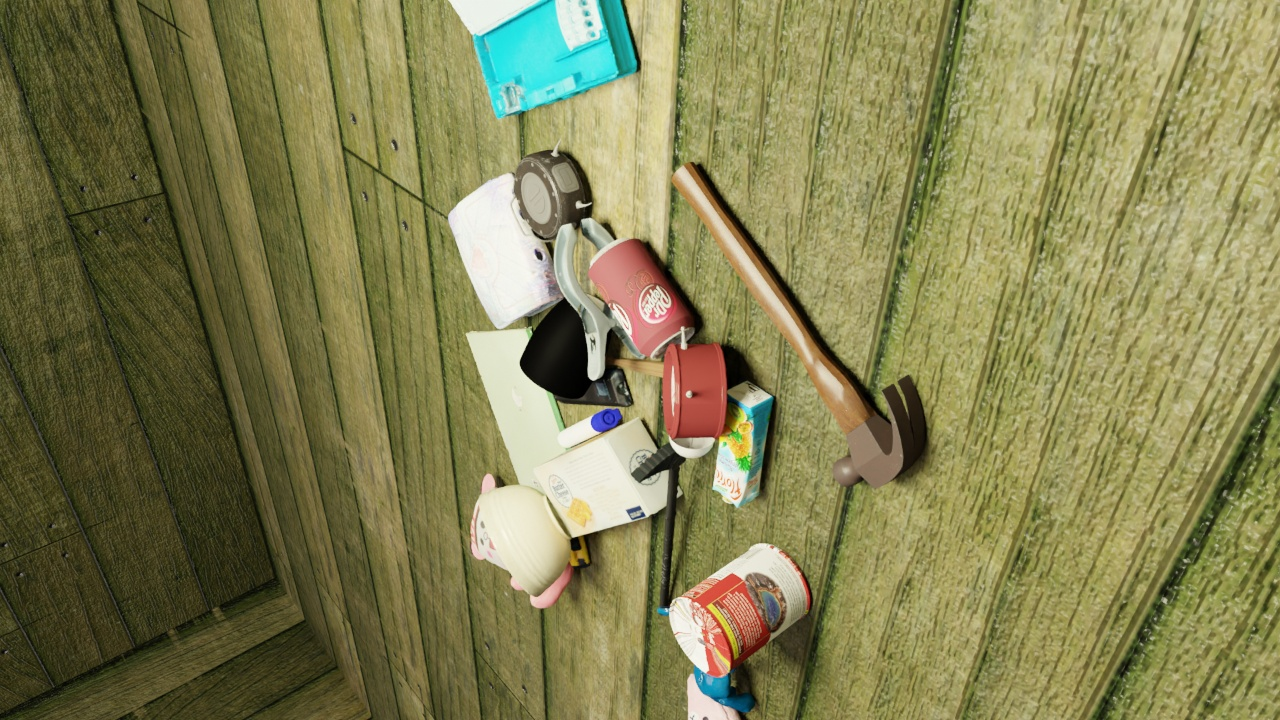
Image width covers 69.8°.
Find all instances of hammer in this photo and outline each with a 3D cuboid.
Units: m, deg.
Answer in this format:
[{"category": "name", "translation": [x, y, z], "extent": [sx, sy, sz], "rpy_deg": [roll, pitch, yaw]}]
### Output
[{"category": "hammer", "translation": [0.124, -0.038, 0.781], "extent": [0.323, 0.033, 0.116], "rpy_deg": [57, 148, 13]}, {"category": "hammer", "translation": [0.027, 0.203, 1.041], "extent": [0.015, 0.094, 0.326], "rpy_deg": [39, 146, 32]}]

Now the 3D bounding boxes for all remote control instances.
[{"category": "remote control", "translation": [-0.065, 0.034, 1.095], "extent": [0.150, 0.022, 0.047], "rpy_deg": [-2, 109, 54]}]

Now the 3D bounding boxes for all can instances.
[{"category": "can", "translation": [0.101, 0.248, 0.919], "extent": [0.087, 0.116, 0.087], "rpy_deg": [33, 135, 39]}, {"category": "can", "translation": [0.001, -0.062, 0.904], "extent": [0.114, 0.063, 0.063], "rpy_deg": [56, 146, 13]}]

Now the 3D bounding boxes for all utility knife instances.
[{"category": "utility knife", "translation": [-0.098, 0.221, 1.251], "extent": [0.017, 0.030, 0.163], "rpy_deg": [-104, 1, -66]}]

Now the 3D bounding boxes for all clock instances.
[{"category": "clock", "translation": [0.049, 0.035, 0.877], "extent": [0.138, 0.048, 0.096], "rpy_deg": [100, 168, -58]}, {"category": "clock", "translation": [-0.096, -0.177, 0.982], "extent": [0.123, 0.043, 0.091], "rpy_deg": [-27, 88, 58]}]

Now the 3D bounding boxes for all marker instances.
[{"category": "marker", "translation": [-0.065, 0.083, 1.126], "extent": [0.133, 0.027, 0.023], "rpy_deg": [-30, 86, 59]}]

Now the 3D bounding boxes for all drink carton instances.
[{"category": "drink carton", "translation": [0.098, 0.083, 0.886], "extent": [0.044, 0.038, 0.129], "rpy_deg": [34, 135, 38]}]

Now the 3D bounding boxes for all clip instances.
[{"category": "clip", "translation": [-0.031, -0.071, 0.963], "extent": [0.028, 0.107, 0.163], "rpy_deg": [2, 108, 55]}]

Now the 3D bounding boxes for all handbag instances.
[{"category": "handbag", "translation": [-0.159, -0.126, 1.084], "extent": [0.127, 0.069, 0.158], "rpy_deg": [-21, 91, 55]}]

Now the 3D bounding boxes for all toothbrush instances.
[{"category": "toothbrush", "translation": [-0.006, 0.006, 1.002], "extent": [0.167, 0.016, 0.016], "rpy_deg": [9, 119, 51]}]

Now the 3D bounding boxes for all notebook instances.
[{"category": "notebook", "translation": [-0.157, 0.076, 1.263], "extent": [0.182, 0.010, 0.252], "rpy_deg": [0, 111, 54]}]

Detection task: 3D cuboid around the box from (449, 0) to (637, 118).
[{"category": "box", "translation": [-0.108, -0.338, 0.884], "extent": [0.227, 0.056, 0.185], "rpy_deg": [4, 124, 53]}]

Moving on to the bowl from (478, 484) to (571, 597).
[{"category": "bowl", "translation": [-0.137, 0.219, 1.181], "extent": [0.151, 0.075, 0.150], "rpy_deg": [59, -179, -2]}]

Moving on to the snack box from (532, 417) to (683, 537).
[{"category": "snack box", "translation": [-0.045, 0.145, 1.103], "extent": [0.104, 0.057, 0.208], "rpy_deg": [60, 146, 0]}]

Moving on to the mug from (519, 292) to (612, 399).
[{"category": "mug", "translation": [-0.076, -0.029, 1.025], "extent": [0.100, 0.085, 0.118], "rpy_deg": [-60, 16, 19]}]

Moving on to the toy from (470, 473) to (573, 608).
[{"category": "toy", "translation": [-0.183, 0.264, 1.352], "extent": [0.213, 0.084, 0.142], "rpy_deg": [20, 115, 43]}]

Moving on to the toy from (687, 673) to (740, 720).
[{"category": "toy", "translation": [0.084, 0.429, 1.122], "extent": [0.095, 0.052, 0.099], "rpy_deg": [67, 150, 18]}]

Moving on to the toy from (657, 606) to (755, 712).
[{"category": "toy", "translation": [0.082, 0.333, 1.050], "extent": [0.113, 0.070, 0.176], "rpy_deg": [3, 113, 42]}]
